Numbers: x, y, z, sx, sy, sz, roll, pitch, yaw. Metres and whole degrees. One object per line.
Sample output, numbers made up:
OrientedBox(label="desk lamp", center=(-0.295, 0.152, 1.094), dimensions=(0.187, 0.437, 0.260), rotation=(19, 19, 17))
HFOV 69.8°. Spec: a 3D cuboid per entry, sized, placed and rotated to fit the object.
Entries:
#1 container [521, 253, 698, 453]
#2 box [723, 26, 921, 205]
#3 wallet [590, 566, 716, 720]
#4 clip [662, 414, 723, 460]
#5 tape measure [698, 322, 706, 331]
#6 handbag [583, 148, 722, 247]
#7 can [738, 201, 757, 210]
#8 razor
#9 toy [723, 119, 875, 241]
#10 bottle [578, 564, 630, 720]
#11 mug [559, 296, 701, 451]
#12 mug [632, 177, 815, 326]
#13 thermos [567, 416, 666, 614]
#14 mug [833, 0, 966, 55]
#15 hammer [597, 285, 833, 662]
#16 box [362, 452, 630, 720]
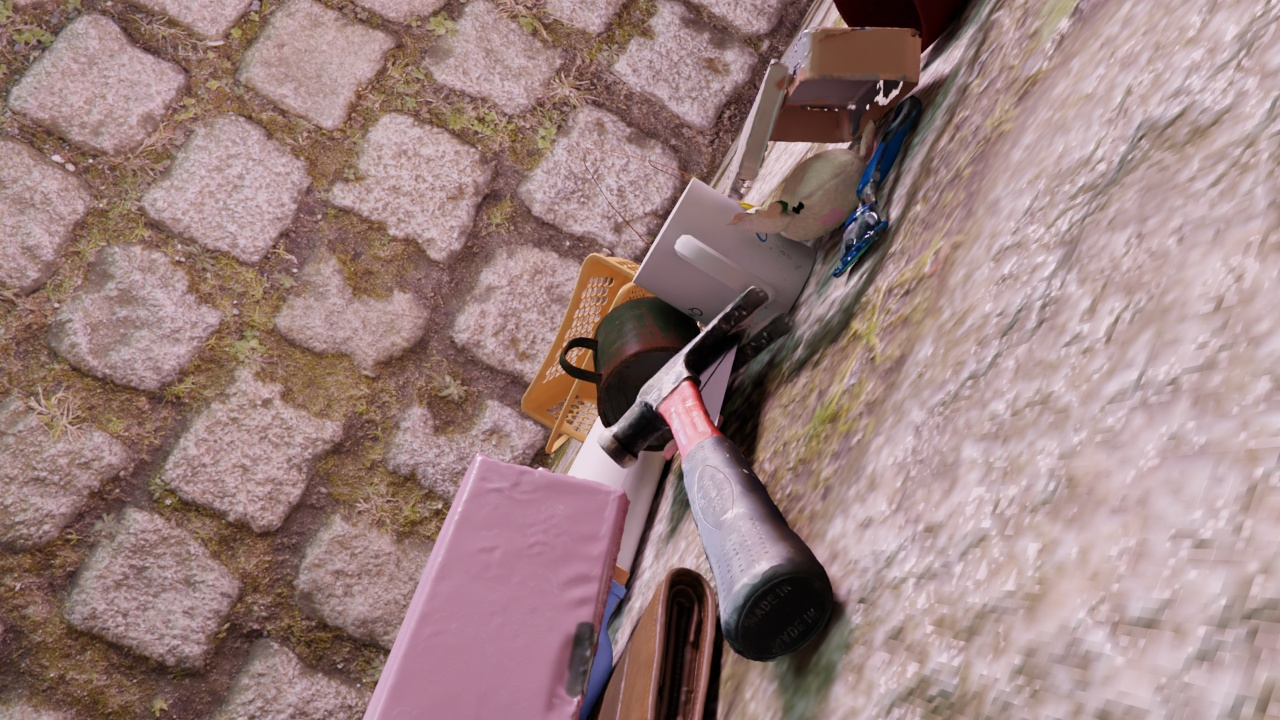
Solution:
OrientedBox(label="container", center=(-0.028, 0.000, 0.911), dimensions=(0.184, 0.129, 0.166), rotation=(-64, -9, 18))
OrientedBox(label="box", center=(0.113, -0.155, 0.640), dimensions=(0.217, 0.115, 0.095), rotation=(-65, -27, -86))
OrientedBox(label="wallet", center=(-0.004, 0.150, 0.360), dimensions=(0.121, 0.027, 0.099), rotation=(-73, 9, -67))
OrientedBox(label="clip", center=(0.039, 0.053, 0.588), dimensions=(0.060, 0.044, 0.023), rotation=(-22, -20, -47))
OrientedBox(label="tape measure", center=(0.081, -0.064, 0.886), dimensions=(0.065, 0.017, 0.064), rotation=(-57, 5, 35))
OrientedBox(label="handbag", center=(0.026, -0.150, 0.917), dimensions=(0.094, 0.195, 0.043), rotation=(-56, 11, 17))
OrientedBox(label="can", center=(0.075, -0.115, 0.839), dimensions=(0.067, 0.066, 0.124), rotation=(-59, 14, 8))
OrientedBox(label="razor", center=(0.136, -0.107, 0.521), dimensions=(0.140, 0.018, 0.044), rotation=(-63, 5, -34))
OrientedBox(label="toy", center=(0.109, -0.103, 0.574), dimensions=(0.112, 0.050, 0.087), rotation=(-43, 0, -12))
OrientedBox(label="bottle", center=(-0.043, 0.172, 0.507), dimensions=(0.131, 0.048, 0.048), rotation=(-61, 4, -19))
OrientedBox(label="mug", center=(-0.004, 0.004, 0.643), dimensions=(0.081, 0.111, 0.085), rotation=(-102, 30, -58))
OrientedBox(label="mug", center=(0.056, -0.062, 0.614), dimensions=(0.083, 0.096, 0.119), rotation=(-59, 4, 10))
OrientedBox(label="thermos", center=(-0.012, 0.085, 0.668), dimensions=(0.101, 0.068, 0.229), rotation=(-42, 12, 30))
OrientedBox(label="mug", center=(0.190, -0.257, 0.621), dimensions=(0.088, 0.087, 0.114), rotation=(-43, -26, -6))
OrientedBox(label="hammer", center=(0.039, 0.040, 0.433), dimensions=(0.140, 0.036, 0.326), rotation=(-45, 10, 6))
OrientedBox(label="box", center=(-0.075, 0.166, 0.435), dimensions=(0.232, 0.099, 0.107), rotation=(-78, -1, -48))
